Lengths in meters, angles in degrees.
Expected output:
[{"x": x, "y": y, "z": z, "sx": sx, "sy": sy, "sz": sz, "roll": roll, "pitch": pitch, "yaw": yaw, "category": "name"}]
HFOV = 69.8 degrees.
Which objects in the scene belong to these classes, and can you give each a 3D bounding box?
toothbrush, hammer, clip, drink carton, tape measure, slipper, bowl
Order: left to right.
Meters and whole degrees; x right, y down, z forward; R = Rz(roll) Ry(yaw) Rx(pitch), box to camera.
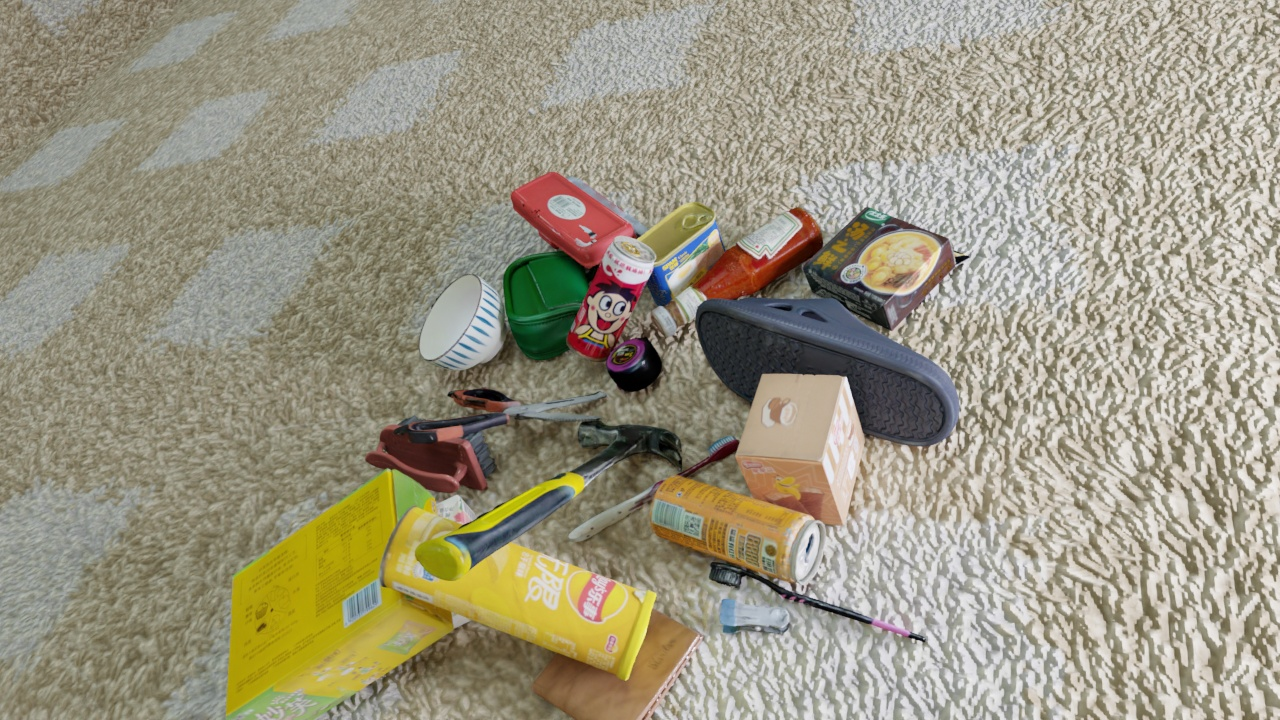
[{"x": -0.182, "y": 0.191, "z": 0.878, "sx": 0.053, "sy": 0.045, "sz": 0.122, "roll": -25, "pitch": 43, "yaw": 2, "category": "drink carton"}, {"x": -0.201, "y": -0.037, "z": 1.085, "sx": 0.117, "sy": 0.066, "sz": 0.116, "roll": -30, "pitch": 43, "yaw": 33, "category": "bowl"}, {"x": -0.067, "y": 0.109, "z": 0.784, "sx": 0.126, "sy": 0.032, "sz": 0.322, "roll": 3, "pitch": 13, "yaw": 26, "category": "hammer"}, {"x": -0.006, "y": 0.006, "z": 0.979, "sx": 0.057, "sy": 0.039, "sz": 0.057, "roll": -21, "pitch": 35, "yaw": 20, "category": "tape measure"}, {"x": 0.012, "y": 0.121, "z": 0.874, "sx": 0.187, "sy": 0.016, "sz": 0.017, "roll": -30, "pitch": 34, "yaw": -4, "category": "toothbrush"}, {"x": 0.093, "y": 0.210, "z": 0.745, "sx": 0.058, "sy": 0.043, "sz": 0.026, "roll": 3, "pitch": 46, "yaw": 18, "category": "clip"}, {"x": 0.136, "y": 0.197, "z": 0.741, "sx": 0.189, "sy": 0.014, "sz": 0.017, "roll": 12, "pitch": 65, "yaw": 34, "category": "toothbrush"}, {"x": 0.176, "y": 0.000, "z": 0.861, "sx": 0.268, "sy": 0.111, "sz": 0.083, "roll": 20, "pitch": 43, "yaw": 33, "category": "slipper"}]

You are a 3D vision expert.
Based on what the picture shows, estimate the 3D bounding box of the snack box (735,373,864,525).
[{"x": 0.141, "y": 0.076, "z": 0.796, "sx": 0.077, "sy": 0.094, "sz": 0.092, "roll": 2, "pitch": 50, "yaw": 28, "category": "snack box"}]

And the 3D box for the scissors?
[{"x": -0.144, "y": 0.055, "z": 0.960, "sx": 0.226, "sy": 0.015, "sz": 0.188, "roll": 7, "pitch": 19, "yaw": 38, "category": "scissors"}]

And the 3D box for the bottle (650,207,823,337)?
[{"x": 0.104, "y": -0.093, "z": 1.007, "sx": 0.206, "sy": 0.060, "sz": 0.060, "roll": -33, "pitch": 43, "yaw": -7, "category": "bottle"}]

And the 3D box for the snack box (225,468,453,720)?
[{"x": -0.279, "y": 0.221, "z": 0.844, "sx": 0.210, "sy": 0.070, "sz": 0.157, "roll": -35, "pitch": 44, "yaw": 12, "category": "snack box"}]

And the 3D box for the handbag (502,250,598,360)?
[{"x": -0.100, "y": -0.068, "z": 1.085, "sx": 0.120, "sy": 0.068, "sz": 0.131, "roll": -14, "pitch": 42, "yaw": 1, "category": "handbag"}]

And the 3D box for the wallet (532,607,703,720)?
[{"x": -0.019, "y": 0.251, "z": 0.761, "sx": 0.101, "sy": 0.020, "sz": 0.115, "roll": 19, "pitch": 56, "yaw": 36, "category": "wallet"}]

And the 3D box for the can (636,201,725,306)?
[{"x": 0.048, "y": -0.115, "z": 1.038, "sx": 0.102, "sy": 0.083, "sz": 0.057, "roll": -39, "pitch": 44, "yaw": -14, "category": "can"}]

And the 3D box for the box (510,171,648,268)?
[{"x": -0.056, "y": -0.172, "z": 1.116, "sx": 0.154, "sy": 0.074, "sz": 0.201, "roll": -5, "pitch": 31, "yaw": -35, "category": "box"}]

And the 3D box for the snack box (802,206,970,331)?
[{"x": 0.255, "y": -0.102, "z": 0.954, "sx": 0.125, "sy": 0.053, "sz": 0.113, "roll": -44, "pitch": 45, "yaw": -11, "category": "snack box"}]

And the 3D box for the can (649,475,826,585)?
[{"x": 0.081, "y": 0.143, "z": 0.787, "sx": 0.146, "sy": 0.058, "sz": 0.058, "roll": 13, "pitch": 55, "yaw": 35, "category": "can"}]

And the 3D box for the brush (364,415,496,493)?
[{"x": -0.229, "y": 0.101, "z": 0.977, "sx": 0.146, "sy": 0.063, "sz": 0.069, "roll": 9, "pitch": 39, "yaw": 34, "category": "brush"}]

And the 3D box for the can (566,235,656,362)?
[{"x": -0.032, "y": -0.066, "z": 0.989, "sx": 0.053, "sy": 0.133, "sz": 0.053, "roll": 21, "pitch": 29, "yaw": -12, "category": "can"}]

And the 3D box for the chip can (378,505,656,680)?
[{"x": -0.098, "y": 0.185, "z": 0.735, "sx": 0.213, "sy": 0.072, "sz": 0.071, "roll": 18, "pitch": 54, "yaw": 5, "category": "chip can"}]
